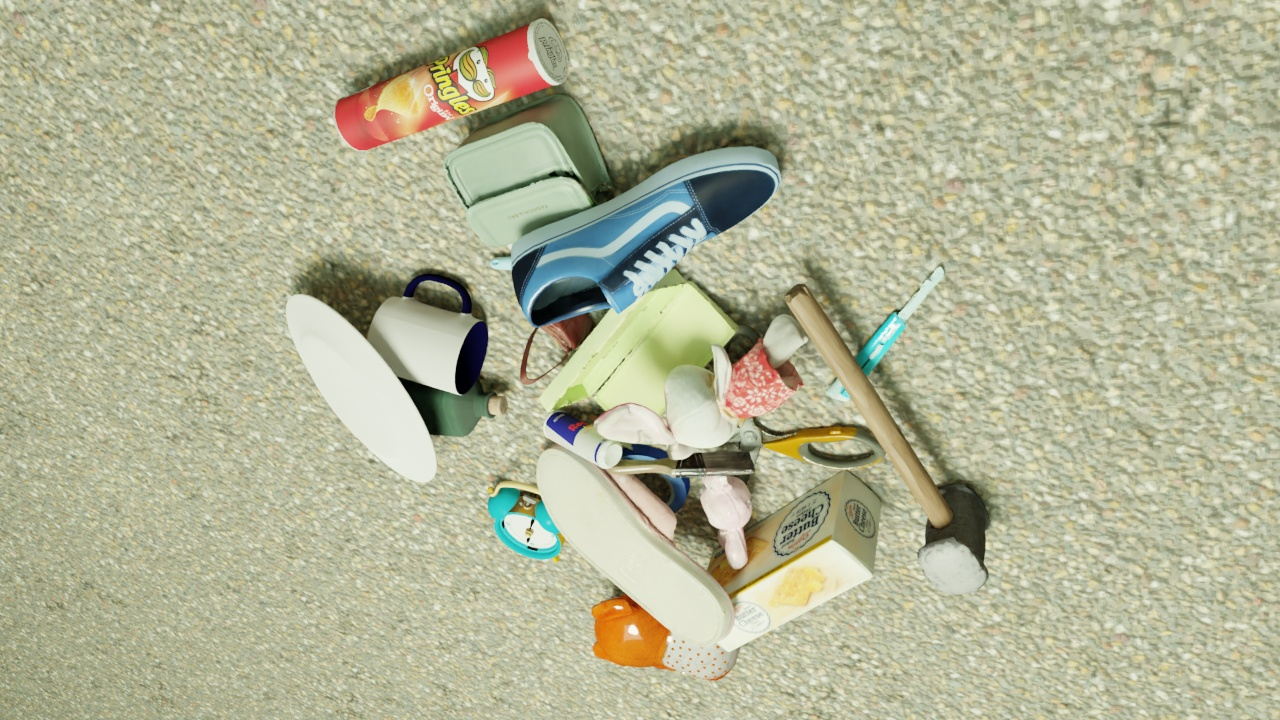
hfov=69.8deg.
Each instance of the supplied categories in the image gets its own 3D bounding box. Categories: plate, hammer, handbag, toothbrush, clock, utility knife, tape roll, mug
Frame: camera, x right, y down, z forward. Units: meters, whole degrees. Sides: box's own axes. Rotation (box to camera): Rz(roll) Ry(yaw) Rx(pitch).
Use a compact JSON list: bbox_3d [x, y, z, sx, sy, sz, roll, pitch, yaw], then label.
[{"bbox_3d":[-0.305,0.037,0.978,0.242,0.016,0.243,32,145,27],"label":"plate"},{"bbox_3d":[0.222,0.066,0.819,0.052,0.097,0.328,-25,110,33],"label":"hammer"},{"bbox_3d":[-0.085,-0.015,0.857,0.055,0.119,0.029,44,127,-12],"label":"handbag"},{"bbox_3d":[-0.072,-0.092,0.865,0.155,0.016,0.022,1,92,20],"label":"toothbrush"},{"bbox_3d":[-0.097,-0.159,0.795,0.122,0.067,0.106,-12,120,27],"label":"handbag"},{"bbox_3d":[-0.129,0.187,1.069,0.099,0.043,0.130,12,134,13],"label":"clock"},{"bbox_3d":[0.214,-0.023,0.807,0.022,0.015,0.162,28,126,-2],"label":"utility knife"},{"bbox_3d":[0.006,0.132,0.993,0.091,0.016,0.093,27,129,1],"label":"tape roll"},{"bbox_3d":[-0.212,-0.031,0.930,0.097,0.078,0.112,16,100,10],"label":"mug"}]

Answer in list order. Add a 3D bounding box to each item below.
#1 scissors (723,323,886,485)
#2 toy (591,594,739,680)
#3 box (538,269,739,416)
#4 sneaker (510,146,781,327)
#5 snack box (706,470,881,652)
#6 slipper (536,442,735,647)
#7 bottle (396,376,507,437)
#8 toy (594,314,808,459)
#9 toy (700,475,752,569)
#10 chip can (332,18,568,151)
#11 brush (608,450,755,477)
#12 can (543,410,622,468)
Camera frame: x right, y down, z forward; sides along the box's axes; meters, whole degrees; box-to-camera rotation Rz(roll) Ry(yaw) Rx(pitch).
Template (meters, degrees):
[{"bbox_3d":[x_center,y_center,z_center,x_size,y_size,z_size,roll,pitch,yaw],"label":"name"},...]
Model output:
[{"bbox_3d":[0.121,0.058,0.897,0.226,0.016,0.230,-1,124,24],"label":"scissors"},{"bbox_3d":[0.030,0.315,1.075,0.172,0.092,0.164,5,129,3],"label":"toy"},{"bbox_3d":[-0.006,-0.007,0.880,0.127,0.066,0.189,22,132,-20],"label":"box"},{"bbox_3d":[0.009,-0.087,0.752,0.241,0.098,0.083,-21,147,12],"label":"sneaker"},{"bbox_3d":[0.147,0.207,0.936,0.057,0.104,0.208,40,128,-10],"label":"snack box"},{"bbox_3d":[-0.005,0.185,0.962,0.274,0.054,0.114,42,129,21],"label":"slipper"},{"bbox_3d":[-0.205,0.045,0.983,0.131,0.061,0.061,3,127,19],"label":"bottle"},{"bbox_3d":[0.067,0.032,0.824,0.195,0.084,0.159,-38,149,26],"label":"toy"},{"bbox_3d":[0.091,0.156,0.941,0.047,0.063,0.110,-13,111,-13],"label":"toy"},{"bbox_3d":[-0.166,-0.230,0.780,0.215,0.051,0.052,-10,119,27],"label":"chip can"},{"bbox_3d":[0.040,0.105,0.919,0.151,0.038,0.012,-5,112,14],"label":"brush"},{"bbox_3d":[-0.060,0.081,0.946,0.095,0.032,0.032,23,135,42],"label":"can"}]
